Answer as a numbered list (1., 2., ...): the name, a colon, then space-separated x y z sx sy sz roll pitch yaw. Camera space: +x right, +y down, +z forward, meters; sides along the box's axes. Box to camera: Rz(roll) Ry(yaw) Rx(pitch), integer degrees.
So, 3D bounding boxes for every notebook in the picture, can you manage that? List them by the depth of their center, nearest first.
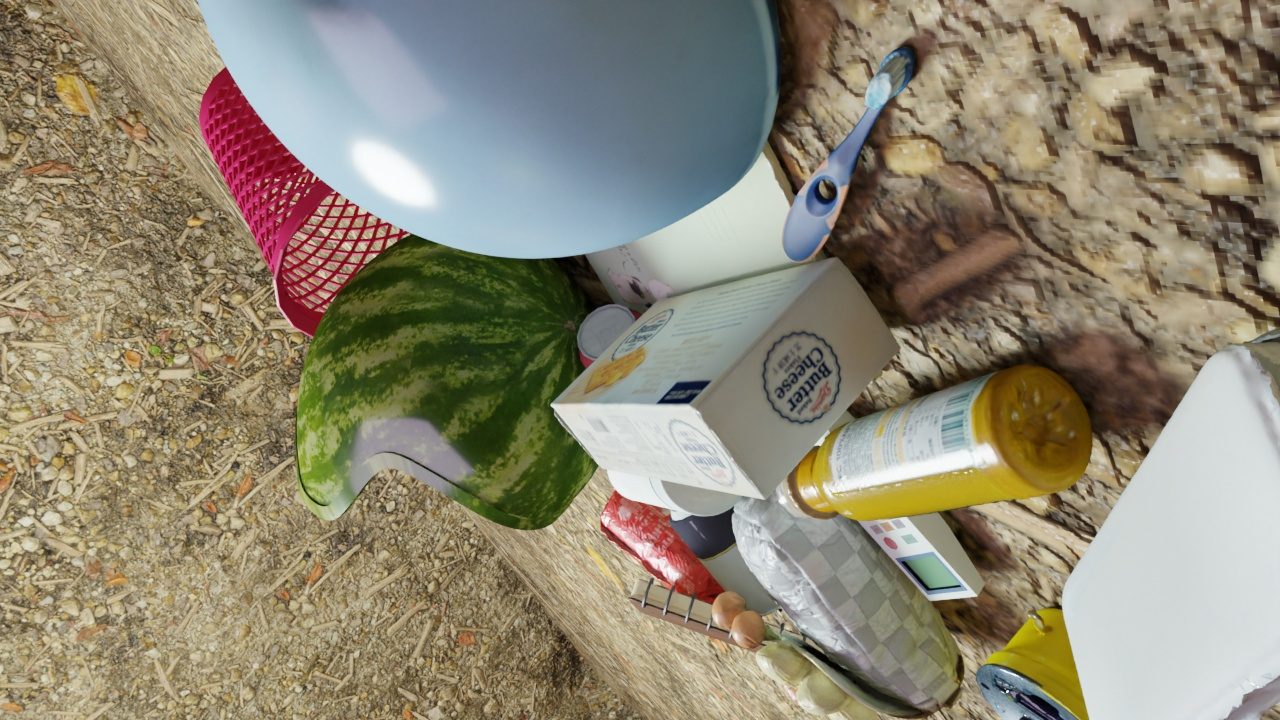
1. notebook: 0.016 -0.077 0.541 0.253 0.010 0.182 16 143 57
2. notebook: 0.103 0.234 0.770 0.225 0.024 0.167 17 163 10

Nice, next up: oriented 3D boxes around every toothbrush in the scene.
1. toothbrush: 0.080 -0.075 0.377 0.021 0.017 0.135 42 155 11

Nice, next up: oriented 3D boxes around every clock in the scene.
1. clock: 0.235 0.189 0.506 0.083 0.057 0.119 30 154 41

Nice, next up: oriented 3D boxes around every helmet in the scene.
1. helmet: -0.077 -0.142 0.388 0.265 0.166 0.226 39 152 5
2. helmet: -0.138 0.014 0.719 0.248 0.243 0.212 -13 166 38

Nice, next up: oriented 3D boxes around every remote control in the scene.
1. remote control: 0.143 0.079 0.544 0.143 0.024 0.050 48 157 3

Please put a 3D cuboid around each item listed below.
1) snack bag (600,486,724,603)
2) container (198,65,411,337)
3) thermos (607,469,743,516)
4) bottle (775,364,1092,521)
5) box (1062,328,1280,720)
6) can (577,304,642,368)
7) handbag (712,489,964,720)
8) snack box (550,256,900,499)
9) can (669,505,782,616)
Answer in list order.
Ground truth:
1. snack bag: 0.032 0.182 0.903 0.176 0.082 0.082 33 156 39
2. container: -0.280 -0.159 0.806 0.225 0.183 0.183 48 163 26
3. thermos: 0.022 0.081 0.712 0.068 0.067 0.230 49 168 -2
4. bottle: 0.127 0.049 0.446 0.053 0.053 0.187 49 154 -3
5. box: 0.236 0.075 0.328 0.217 0.110 0.107 80 -174 -54
6. can: -0.004 0.004 0.646 0.054 0.054 0.096 33 170 37
7. handbag: 0.117 0.160 0.612 0.171 0.123 0.112 52 176 -7
8. snack box: 0.033 0.010 0.498 0.057 0.104 0.208 50 161 -13
9. can: 0.084 0.158 0.767 0.127 0.064 0.064 51 161 -8
